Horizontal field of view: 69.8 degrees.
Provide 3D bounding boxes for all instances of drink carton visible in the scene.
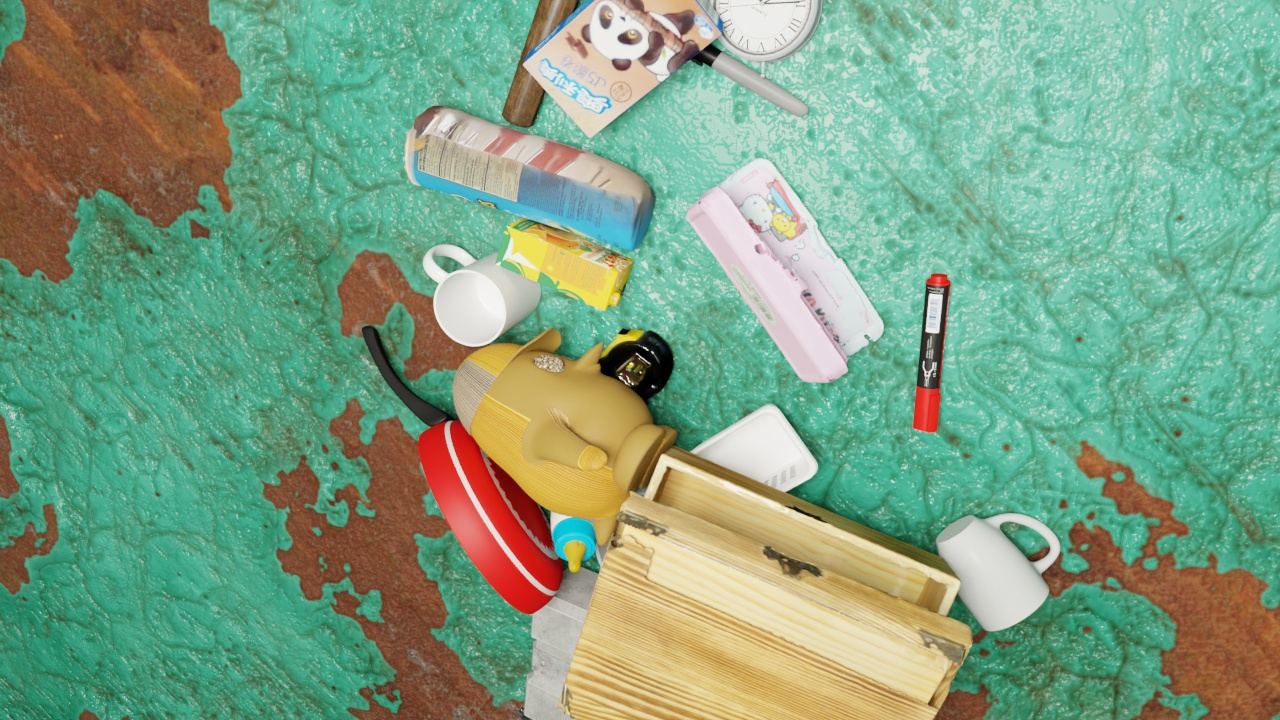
[{"bbox_3d":[-0.069,-0.093,0.879,0.122,0.058,0.041,24,113,7],"label":"drink carton"}]

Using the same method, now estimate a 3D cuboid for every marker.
[{"bbox_3d":[0.086,-0.251,0.807,0.138,0.016,0.022,32,145,3],"label":"marker"},{"bbox_3d":[0.264,-0.006,0.830,0.021,0.023,0.145,-8,110,-21],"label":"marker"}]

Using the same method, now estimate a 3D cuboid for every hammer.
[{"bbox_3d":[0.035,0.346,0.947,0.318,0.082,0.163,16,112,24],"label":"hammer"},{"bbox_3d":[-0.028,-0.326,0.790,0.218,0.037,0.301,32,117,14],"label":"hammer"}]

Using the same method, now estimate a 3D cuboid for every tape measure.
[{"bbox_3d":[-0.005,0.005,0.903,0.071,0.042,0.072,36,114,5],"label":"tape measure"}]

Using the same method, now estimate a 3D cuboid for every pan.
[{"bbox_3d":[-0.184,0.093,0.933,0.067,0.209,0.356,-32,71,0],"label":"pan"}]

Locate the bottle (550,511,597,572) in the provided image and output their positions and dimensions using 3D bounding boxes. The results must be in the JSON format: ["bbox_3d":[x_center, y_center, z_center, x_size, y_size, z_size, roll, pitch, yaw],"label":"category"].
[{"bbox_3d":[-0.064,0.156,0.912,0.051,0.146,0.051,-1,123,-2],"label":"bottle"}]

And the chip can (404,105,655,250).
[{"bbox_3d":[-0.101,-0.171,0.856,0.229,0.079,0.080,19,112,9],"label":"chip can"}]

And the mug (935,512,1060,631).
[{"bbox_3d":[0.335,0.182,0.856,0.107,0.071,0.089,-37,86,-4],"label":"mug"}]

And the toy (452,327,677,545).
[{"bbox_3d":[-0.078,0.052,0.861,0.203,0.198,0.162,31,92,12],"label":"toy"}]

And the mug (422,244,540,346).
[{"bbox_3d":[-0.162,-0.073,0.895,0.110,0.090,0.074,39,114,1],"label":"mug"}]

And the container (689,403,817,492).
[{"bbox_3d":[0.103,0.098,0.897,0.129,0.049,0.081,-34,96,23],"label":"container"}]

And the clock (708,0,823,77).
[{"bbox_3d":[0.110,-0.309,0.768,0.094,0.035,0.123,33,115,4],"label":"clock"}]

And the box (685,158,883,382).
[{"bbox_3d":[0.137,-0.083,0.828,0.095,0.088,0.202,-37,96,-11],"label":"box"}]

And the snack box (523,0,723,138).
[{"bbox_3d":[-0.015,-0.267,0.772,0.152,0.034,0.087,-31,118,29],"label":"snack box"}]

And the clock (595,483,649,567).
[{"bbox_3d":[0.022,0.194,0.936,0.159,0.045,0.123,41,115,19],"label":"clock"}]

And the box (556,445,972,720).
[{"bbox_3d":[0.092,0.249,0.775,0.279,0.215,0.257,22,95,7],"label":"box"}]
